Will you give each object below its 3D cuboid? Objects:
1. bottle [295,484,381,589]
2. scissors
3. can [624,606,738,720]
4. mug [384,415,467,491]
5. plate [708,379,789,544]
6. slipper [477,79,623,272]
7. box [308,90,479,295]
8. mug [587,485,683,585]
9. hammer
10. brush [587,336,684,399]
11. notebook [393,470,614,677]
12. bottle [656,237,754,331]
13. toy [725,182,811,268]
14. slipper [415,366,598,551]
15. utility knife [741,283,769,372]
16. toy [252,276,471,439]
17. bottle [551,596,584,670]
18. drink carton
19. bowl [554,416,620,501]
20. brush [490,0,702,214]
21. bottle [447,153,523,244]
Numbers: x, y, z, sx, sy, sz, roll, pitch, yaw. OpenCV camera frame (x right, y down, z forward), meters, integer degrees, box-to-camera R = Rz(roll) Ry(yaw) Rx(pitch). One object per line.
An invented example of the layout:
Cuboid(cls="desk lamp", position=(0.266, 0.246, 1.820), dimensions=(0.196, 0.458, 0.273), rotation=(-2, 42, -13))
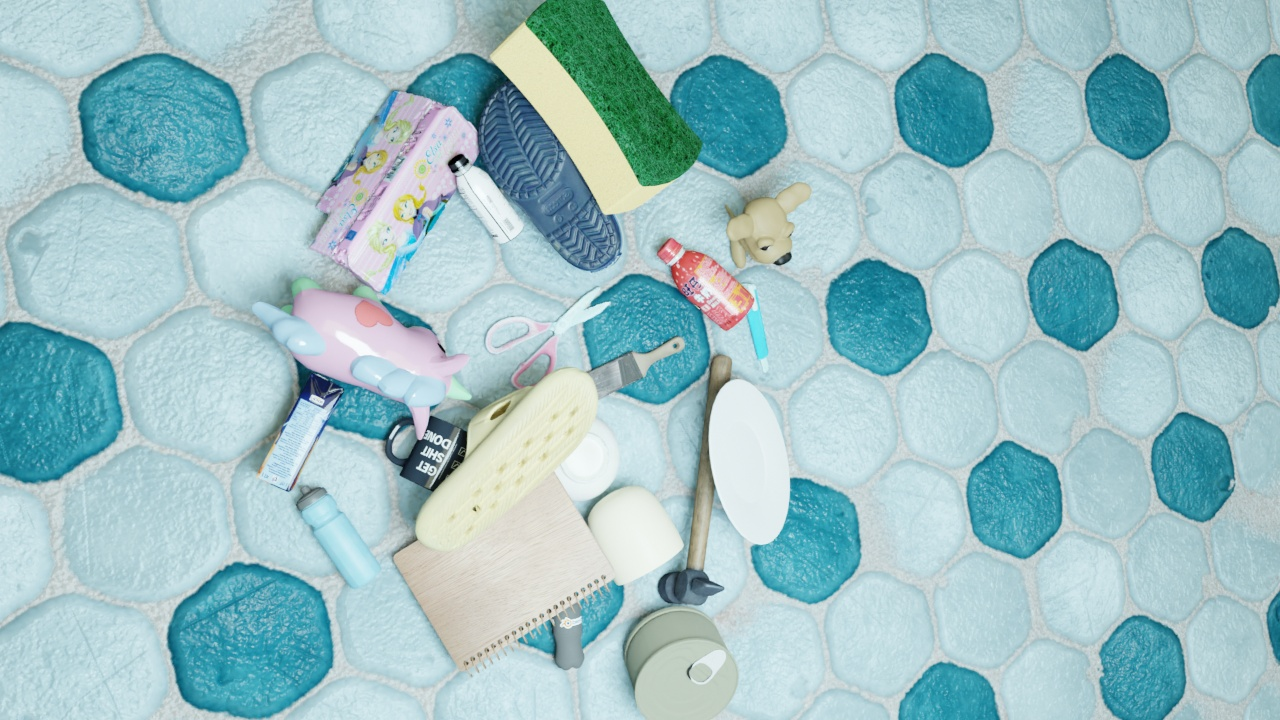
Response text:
Cuboid(cls="bottle", position=(-0.346, 0.197, 1.043), dimensions=(0.040, 0.040, 0.130), rotation=(-34, 97, -17))
Cuboid(cls="scissors", position=(-0.117, -0.050, 1.150), dimensions=(0.105, 0.016, 0.178), rotation=(46, 75, -10))
Cuboid(cls="can", position=(0.048, 0.373, 1.118), dimensions=(0.127, 0.073, 0.128), rotation=(-4, 111, -12))
Cuboid(cls="mug", position=(-0.246, 0.107, 1.072), dimensions=(0.105, 0.071, 0.077), rotation=(24, 78, 7))
Cuboid(cls="plate", position=(0.135, 0.127, 1.160), dimensions=(0.208, 0.015, 0.208), rotation=(27, 57, -50))
Cuboid(cls="slipper", position=(-0.107, -0.219, 1.126), dimensions=(0.105, 0.095, 0.253), rotation=(-31, 90, 16))
Cuboid(cls="box", position=(-0.297, -0.203, 1.093), dimensions=(0.230, 0.106, 0.086), rotation=(-61, 147, -12))
Cuboid(cls="mug", position=(-0.022, 0.212, 1.125), dimensions=(0.120, 0.096, 0.099), rotation=(-31, 87, 23))
Cuboid(cls="hammer", position=(0.085, 0.146, 1.163), dimensions=(0.040, 0.130, 0.321), rotation=(15, 72, -18))
Cuboid(cls="brush", position=(-0.007, 0.007, 1.181), dimensions=(0.151, 0.012, 0.039), rotation=(-25, 94, -18))
Cuboid(cls="notebook", position=(-0.155, 0.245, 1.075), dimensions=(0.210, 0.022, 0.169), rotation=(-32, 87, -3))
Cuboid(cls="bottle", position=(0.080, -0.104, 1.193), dimensions=(0.137, 0.062, 0.062), rotation=(41, 75, -10))
Cuboid(cls="toy", position=(0.154, -0.169, 1.196), dimensions=(0.134, 0.108, 0.106), rotation=(-31, 94, -18))
Cuboid(cls="slipper", position=(-0.157, 0.104, 1.040), dimensions=(0.261, 0.079, 0.111), rotation=(-46, 136, -5))
Cuboid(cls="utility knife", position=(0.156, -0.044, 1.237), dimensions=(0.022, 0.015, 0.124), rotation=(-11, 92, -15))
Cuboid(cls="toy", position=(-0.302, -0.011, 1.005), dimensions=(0.221, 0.171, 0.120), rotation=(11, 121, -48))
Cuboid(cls="bottle", position=(-0.090, 0.319, 1.119), dimensions=(0.036, 0.036, 0.110), rotation=(-4, 87, -18))
Cuboid(cls="drink carton", position=(-0.379, 0.080, 1.028), dimensions=(0.040, 0.064, 0.130), rotation=(28, 78, -14))
Cuboid(cls="bowl", position=(-0.075, 0.118, 1.125), dimensions=(0.113, 0.063, 0.113), rotation=(1, 87, -17))
Cuboid(cls="brush", position=(-0.044, -0.310, 1.101), dimensions=(0.250, 0.075, 0.194), rotation=(53, 32, -8))
Cuboid(cls="bottle", position=(-0.188, -0.196, 1.102), dimensions=(0.041, 0.041, 0.116), rotation=(-46, 122, -16))
